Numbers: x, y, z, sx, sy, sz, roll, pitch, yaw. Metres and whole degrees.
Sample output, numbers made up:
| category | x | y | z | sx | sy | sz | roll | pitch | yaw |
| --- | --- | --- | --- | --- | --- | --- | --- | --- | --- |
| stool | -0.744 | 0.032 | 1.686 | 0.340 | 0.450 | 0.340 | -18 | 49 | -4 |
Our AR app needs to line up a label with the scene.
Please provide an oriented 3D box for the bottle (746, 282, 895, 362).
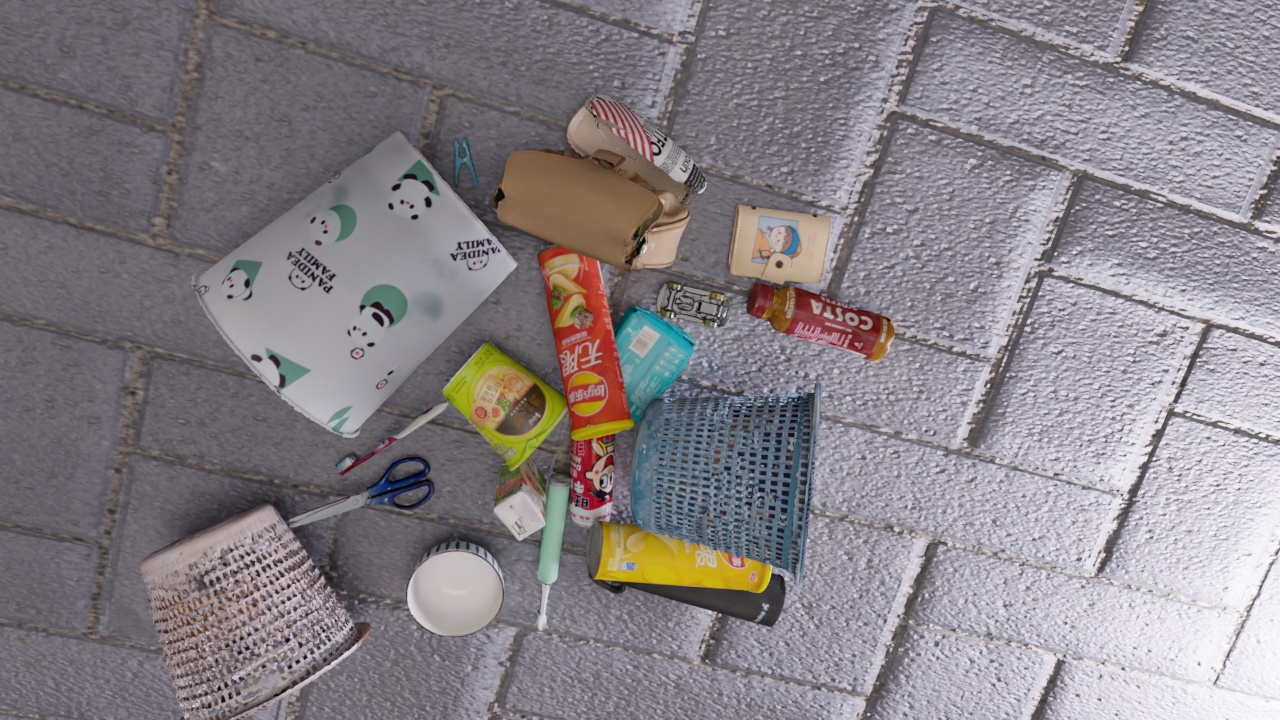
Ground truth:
| category | x | y | z | sx | sy | sz | roll | pitch | yaw |
| --- | --- | --- | --- | --- | --- | --- | --- | --- | --- |
| bottle | 0.214 | -0.048 | 1.097 | 0.175 | 0.057 | 0.057 | 17 | 102 | -11 |

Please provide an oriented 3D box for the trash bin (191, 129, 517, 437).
| category | x | y | z | sx | sy | sz | roll | pitch | yaw |
| --- | --- | --- | --- | --- | --- | --- | --- | --- | --- |
| trash bin | -0.282 | -0.088 | 0.953 | 0.252 | 0.229 | 0.229 | -42 | 105 | -1 |

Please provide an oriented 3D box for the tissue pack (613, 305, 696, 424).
| category | x | y | z | sx | sy | sz | roll | pitch | yaw |
| --- | --- | --- | --- | --- | --- | --- | --- | --- | --- |
| tissue pack | -0.006 | 0.006 | 1.090 | 0.093 | 0.050 | 0.133 | 34 | 99 | -15 |

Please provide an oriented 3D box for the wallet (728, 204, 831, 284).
| category | x | y | z | sx | sy | sz | roll | pitch | yaw |
| --- | --- | --- | --- | --- | --- | --- | --- | --- | --- |
| wallet | 0.164 | -0.134 | 1.089 | 0.115 | 0.024 | 0.087 | 6 | 99 | -9 |

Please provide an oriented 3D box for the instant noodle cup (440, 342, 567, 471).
| category | x | y | z | sx | sy | sz | roll | pitch | yaw |
| --- | --- | --- | --- | --- | --- | --- | --- | --- | --- |
| instant noodle cup | -0.159 | 0.047 | 1.060 | 0.123 | 0.111 | 0.112 | 41 | 97 | -7 |

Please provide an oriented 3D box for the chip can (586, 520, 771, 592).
| category | x | y | z | sx | sy | sz | roll | pitch | yaw |
| --- | --- | --- | --- | --- | --- | --- | --- | --- | --- |
| chip can | 0.046 | 0.233 | 1.094 | 0.213 | 0.072 | 0.072 | 8 | 103 | -14 |

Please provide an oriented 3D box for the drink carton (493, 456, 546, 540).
| category | x | y | z | sx | sy | sz | roll | pitch | yaw |
| --- | --- | --- | --- | --- | --- | --- | --- | --- | --- |
| drink carton | -0.141 | 0.157 | 1.078 | 0.045 | 0.122 | 0.053 | -33 | 108 | 4 |

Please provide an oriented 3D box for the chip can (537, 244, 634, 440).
| category | x | y | z | sx | sy | sz | roll | pitch | yaw |
| --- | --- | --- | --- | --- | --- | --- | --- | --- | --- |
| chip can | -0.062 | -0.023 | 1.027 | 0.073 | 0.073 | 0.216 | -10 | 83 | -4 |

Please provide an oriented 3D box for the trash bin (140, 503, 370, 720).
| category | x | y | z | sx | sy | sz | roll | pitch | yaw |
| --- | --- | --- | --- | --- | --- | --- | --- | --- | --- |
| trash bin | -0.452 | 0.278 | 1.041 | 0.227 | 0.227 | 0.192 | -24 | 94 | 0 |

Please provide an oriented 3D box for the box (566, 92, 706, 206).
| category | x | y | z | sx | sy | sz | roll | pitch | yaw |
| --- | --- | --- | --- | --- | --- | --- | --- | --- | --- |
| box | -0.007 | -0.225 | 1.026 | 0.162 | 0.076 | 0.088 | 32 | 126 | -14 |

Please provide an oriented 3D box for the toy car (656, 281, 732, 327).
| category | x | y | z | sx | sy | sz | roll | pitch | yaw |
| --- | --- | --- | --- | --- | --- | --- | --- | --- | --- |
| toy car | 0.063 | -0.067 | 1.086 | 0.091 | 0.036 | 0.043 | 12 | 104 | -11 |

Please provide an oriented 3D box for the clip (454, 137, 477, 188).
| category | x | y | z | sx | sy | sz | roll | pitch | yaw |
| --- | --- | --- | --- | --- | --- | --- | --- | --- | --- |
| clip | -0.198 | -0.222 | 1.028 | 0.039 | 0.014 | 0.056 | -4 | 107 | -6 |

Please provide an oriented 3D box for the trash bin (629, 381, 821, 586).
| category | x | y | z | sx | sy | sz | roll | pitch | yaw |
| --- | --- | --- | --- | --- | --- | --- | --- | --- | --- |
| trash bin | 0.096 | 0.126 | 1.037 | 0.195 | 0.226 | 0.227 | 6 | 104 | 11 |

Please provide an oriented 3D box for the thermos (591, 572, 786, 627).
| category | x | y | z | sx | sy | sz | roll | pitch | yaw |
| --- | --- | --- | --- | --- | --- | --- | --- | --- | --- |
| thermos | 0.056 | 0.281 | 1.168 | 0.242 | 0.068 | 0.090 | 17 | 128 | -9 |

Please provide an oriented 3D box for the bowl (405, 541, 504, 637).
| category | x | y | z | sx | sy | sz | roll | pitch | yaw |
| --- | --- | --- | --- | --- | --- | --- | --- | --- | --- |
| bowl | -0.226 | 0.272 | 1.127 | 0.116 | 0.066 | 0.116 | -2 | 105 | -7 |

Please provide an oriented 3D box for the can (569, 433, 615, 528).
| category | x | y | z | sx | sy | sz | roll | pitch | yaw |
| --- | --- | --- | --- | --- | --- | --- | --- | --- | --- |
| can | -0.059 | 0.133 | 1.116 | 0.053 | 0.053 | 0.133 | 1 | 104 | -7 |

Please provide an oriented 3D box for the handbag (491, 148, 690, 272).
| category | x | y | z | sx | sy | sz | roll | pitch | yaw |
| --- | --- | --- | --- | --- | --- | --- | --- | --- | --- |
| handbag | -0.053 | -0.167 | 0.973 | 0.204 | 0.147 | 0.100 | 21 | 114 | 7 |

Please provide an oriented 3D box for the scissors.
| category | x | y | z | sx | sy | sz | roll | pitch | yaw |
| --- | --- | --- | --- | --- | --- | --- | --- | --- | --- |
| scissors | -0.329 | 0.153 | 1.081 | 0.174 | 0.012 | 0.108 | 9 | 96 | -30 |

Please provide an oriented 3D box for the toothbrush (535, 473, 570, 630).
| category | x | y | z | sx | sy | sz | roll | pitch | yaw |
| --- | --- | --- | --- | --- | --- | --- | --- | --- | --- |
| toothbrush | -0.112 | 0.243 | 1.139 | 0.026 | 0.027 | 0.225 | -3 | 114 | -29 |

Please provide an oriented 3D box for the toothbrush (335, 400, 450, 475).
| category | x | y | z | sx | sy | sz | roll | pitch | yaw |
| --- | --- | --- | --- | --- | --- | --- | --- | --- | --- |
| toothbrush | -0.290 | 0.089 | 1.068 | 0.188 | 0.016 | 0.017 | -31 | 95 | 24 |
